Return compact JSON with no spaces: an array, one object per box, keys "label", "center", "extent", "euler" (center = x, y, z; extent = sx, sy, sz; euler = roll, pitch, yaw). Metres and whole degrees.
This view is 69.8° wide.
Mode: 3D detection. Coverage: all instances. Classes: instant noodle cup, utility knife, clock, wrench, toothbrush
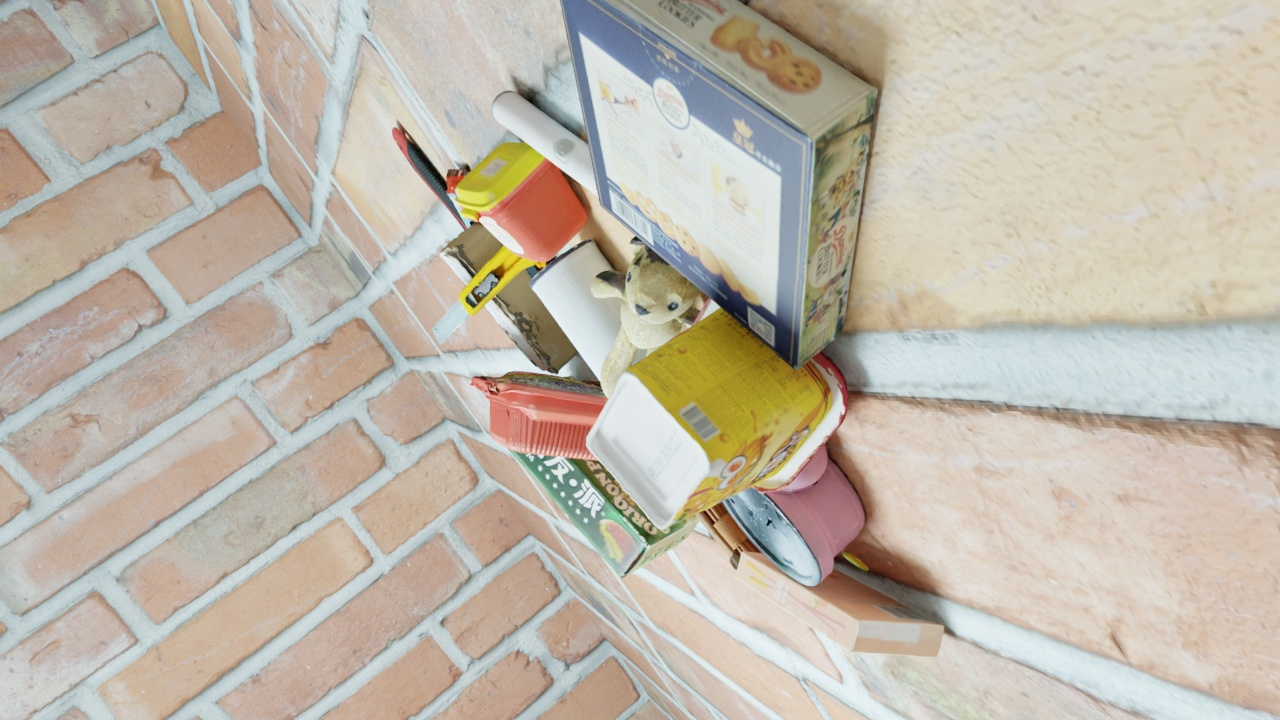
[{"label":"instant noodle cup","center":[-0.082,0.054,0.928],"extent":[0.189,0.164,0.079],"euler":[-174,92,-69]},{"label":"utility knife","center":[-0.144,-0.071,0.876],"extent":[0.033,0.015,0.217],"euler":[43,129,-12]},{"label":"clock","center":[0.103,0.090,0.682],"extent":[0.158,0.059,0.117],"euler":[59,163,-24]},{"label":"instant noodle cup","center":[0.043,0.033,0.562],"extent":[0.116,0.123,0.116],"euler":[47,135,18]},{"label":"wrench","center":[-0.203,-0.164,1.055],"extent":[0.273,0.016,0.056],"euler":[50,162,10]},{"label":"toothbrush","center":[-0.036,-0.136,0.651],"extent":[0.221,0.027,0.026],"euler":[42,-161,33]}]

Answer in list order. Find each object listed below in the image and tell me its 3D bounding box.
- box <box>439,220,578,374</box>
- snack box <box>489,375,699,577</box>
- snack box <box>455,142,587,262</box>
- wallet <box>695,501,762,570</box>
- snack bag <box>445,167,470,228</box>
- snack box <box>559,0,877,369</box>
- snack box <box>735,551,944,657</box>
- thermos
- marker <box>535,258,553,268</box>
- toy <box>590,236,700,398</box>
[{"label":"box","center":[-0.133,-0.071,0.947],"extent":[0.184,0.060,0.090],"euler":[54,166,-23]},{"label":"snack box","center":[-0.051,0.123,1.036],"extent":[0.240,0.114,0.063],"euler":[45,121,19]},{"label":"snack box","center":[-0.096,-0.126,0.745],"extent":[0.080,0.082,0.091],"euler":[51,167,-30]},{"label":"wallet","center":[0.088,0.159,0.859],"extent":[0.132,0.031,0.107],"euler":[49,-174,15]},{"label":"snack bag","center":[-0.176,-0.157,0.979],"extent":[0.048,0.026,0.104],"euler":[18,143,54]},{"label":"snack box","center":[0.036,-0.107,0.488],"extent":[0.178,0.045,0.183],"euler":[44,161,28]},{"label":"snack box","center":[0.151,0.189,0.721],"extent":[0.084,0.026,0.157],"euler":[12,-179,-26]},{"label":"thermos","center":[0.000,0.006,0.773],"extent":[0.224,0.073,0.073],"euler":[54,163,-1]},{"label":"marker","center":[-0.081,-0.085,0.890],"extent":[0.124,0.015,0.018],"euler":[40,159,38]},{"label":"toy","center":[0.004,-0.022,0.674],"extent":[0.105,0.066,0.158],"euler":[29,141,9]}]
